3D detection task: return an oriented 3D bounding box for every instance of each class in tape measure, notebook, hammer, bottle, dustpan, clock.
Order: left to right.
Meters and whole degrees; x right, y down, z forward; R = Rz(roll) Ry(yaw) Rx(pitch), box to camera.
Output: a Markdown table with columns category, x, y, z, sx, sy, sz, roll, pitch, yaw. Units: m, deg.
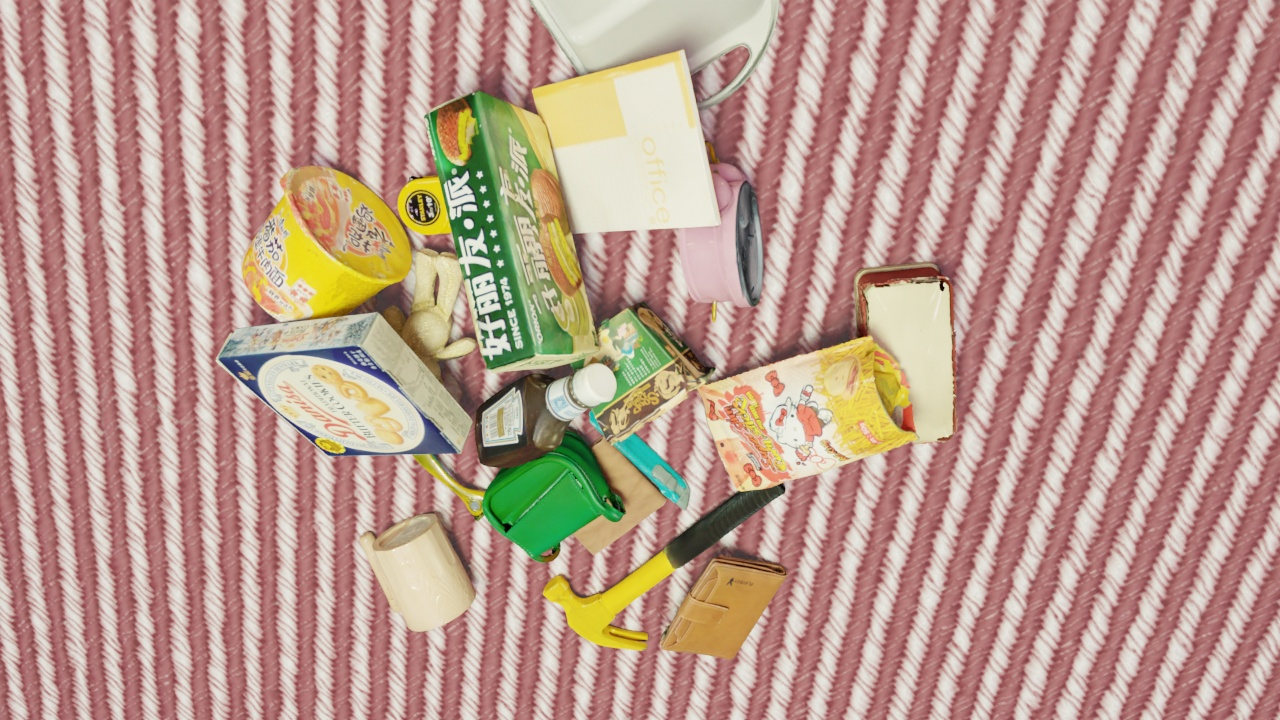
| category | x | y | z | sx | sy | sz | roll | pitch | yaw |
| --- | --- | --- | --- | --- | --- | --- | --- | --- | --- |
| tape measure | -0.211 | -0.155 | 0.914 | 0.057 | 0.028 | 0.060 | -4 | 109 | 6 |
| bottle | -0.095 | 0.049 | 0.890 | 0.195 | 0.044 | 0.079 | -27 | 63 | 45 |
| notebook | -0.018 | -0.186 | 0.823 | 0.207 | 0.010 | 0.146 | 7 | 117 | 48 |
| dustpan | 0.000 | -0.361 | 0.829 | 0.223 | 0.142 | 0.257 | -28 | 75 | 14 |
| hammer | 0.036 | 0.220 | 1.021 | 0.301 | 0.032 | 0.129 | -40 | 102 | 17 |
| clock | 0.073 | -0.124 | 0.852 | 0.060 | 0.117 | 0.159 | -2 | 111 | 18 |

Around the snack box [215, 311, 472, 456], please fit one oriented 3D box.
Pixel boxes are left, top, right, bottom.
| category | x | y | z | sx | sy | sz | roll | pitch | yaw |
| --- | --- | --- | --- | --- | --- | --- | --- | --- | --- |
| snack box | -0.289 | 0.031 | 0.913 | 0.183 | 0.045 | 0.178 | -5 | 141 | 24 |

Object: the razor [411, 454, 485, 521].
| category | x | y | z | sx | sy | sz | roll | pitch | yaw |
| --- | --- | --- | --- | --- | --- | --- | --- | --- | --- |
| razor | -0.217 | 0.123 | 1.017 | 0.132 | 0.028 | 0.043 | 45 | 111 | -8 |

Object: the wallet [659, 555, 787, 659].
| category | x | y | z | sx | sy | sz | roll | pitch | yaw |
| --- | --- | --- | --- | --- | --- | --- | --- | --- | --- |
| wallet | 0.085 | 0.273 | 1.017 | 0.119 | 0.035 | 0.131 | 14 | 115 | -32 |

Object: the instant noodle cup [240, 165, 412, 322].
| category | x | y | z | sx | sy | sz | roll | pitch | yaw |
| --- | --- | --- | --- | --- | --- | --- | --- | --- | --- |
| instant noodle cup | -0.311 | -0.102 | 0.894 | 0.110 | 0.137 | 0.138 | -36 | 103 | 25 |

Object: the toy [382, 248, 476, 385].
| category | x | y | z | sx | sy | sz | roll | pitch | yaw |
| --- | --- | --- | --- | --- | --- | --- | --- | --- | --- |
| toy | -0.218 | -0.038 | 0.937 | 0.105 | 0.066 | 0.157 | 17 | 107 | 3 |

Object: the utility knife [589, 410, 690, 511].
| category | x | y | z | sx | sy | sz | roll | pitch | yaw |
| --- | --- | --- | --- | --- | --- | --- | --- | --- | --- |
| utility knife | 0.002 | 0.105 | 0.989 | 0.151 | 0.013 | 0.029 | 43 | 69 | -10 |

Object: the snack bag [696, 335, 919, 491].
| category | x | y | z | sx | sy | sz | roll | pitch | yaw |
| --- | --- | --- | --- | --- | --- | --- | --- | --- | --- |
| snack bag | 0.156 | 0.055 | 0.892 | 0.208 | 0.073 | 0.128 | -22 | 97 | 38 |

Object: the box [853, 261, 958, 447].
| category | x | y | z | sx | sy | sz | roll | pitch | yaw |
| --- | --- | --- | --- | --- | --- | --- | --- | --- | --- |
| box | 0.257 | -0.003 | 0.893 | 0.091 | 0.080 | 0.168 | -5 | 108 | 8 |

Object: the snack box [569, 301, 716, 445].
| category | x | y | z | sx | sy | sz | roll | pitch | yaw |
| --- | --- | --- | --- | --- | --- | --- | --- | --- | --- |
| snack box | -0.005 | 0.005 | 0.916 | 0.118 | 0.117 | 0.105 | -34 | 90 | 14 |

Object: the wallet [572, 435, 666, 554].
| category | x | y | z | sx | sy | sz | roll | pitch | yaw |
| --- | --- | --- | --- | --- | --- | --- | --- | --- | --- |
| wallet | -0.045 | 0.151 | 1.013 | 0.115 | 0.020 | 0.101 | -41 | 98 | 20 |

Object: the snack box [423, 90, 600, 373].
| category | x | y | z | sx | sy | sz | roll | pitch | yaw |
| --- | --- | --- | --- | --- | --- | --- | --- | --- | --- |
| snack box | -0.114 | -0.111 | 0.830 | 0.063 | 0.114 | 0.240 | -16 | 85 | 23 |

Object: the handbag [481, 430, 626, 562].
| category | x | y | z | sx | sy | sz | roll | pitch | yaw |
| --- | --- | --- | --- | --- | --- | --- | --- | --- | --- |
| handbag | -0.095 | 0.147 | 0.980 | 0.131 | 0.067 | 0.120 | -34 | 103 | 21 |

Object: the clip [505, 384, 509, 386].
| category | x | y | z | sx | sy | sz | roll | pitch | yaw |
| --- | --- | --- | --- | --- | --- | --- | --- | --- | --- |
| clip | -0.127 | 0.050 | 0.984 | 0.014 | 0.047 | 0.057 | -36 | 104 | 15 |

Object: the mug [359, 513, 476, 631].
| category | x | y | z | sx | sy | sz | roll | pitch | yaw |
| --- | --- | --- | --- | --- | --- | --- | --- | --- | --- |
| mug | -0.259 | 0.239 | 1.041 | 0.125 | 0.084 | 0.103 | -9 | 109 | 37 |
